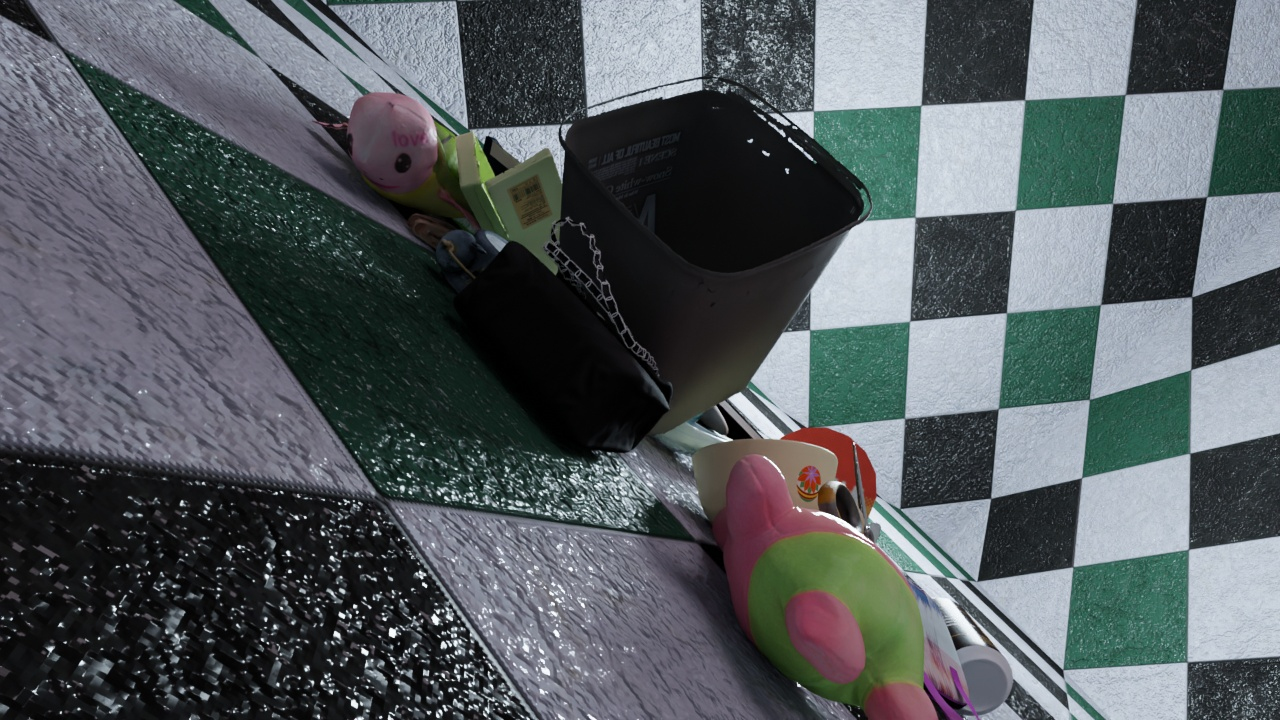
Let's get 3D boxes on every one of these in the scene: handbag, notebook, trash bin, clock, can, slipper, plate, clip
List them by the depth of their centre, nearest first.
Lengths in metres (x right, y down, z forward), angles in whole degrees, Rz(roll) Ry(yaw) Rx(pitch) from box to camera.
[{"bbox_3d":[-0.038,-0.017,0.669,0.153,0.115,0.125,43,2,26],"label":"handbag"},{"bbox_3d":[0.232,0.258,0.746,0.144,0.068,0.169,38,14,-25],"label":"handbag"},{"bbox_3d":[0.036,-0.076,0.758,0.197,0.196,0.221,48,-35,24],"label":"trash bin"},{"bbox_3d":[-0.124,-0.068,0.770,0.090,0.052,0.129,44,11,11],"label":"clock"},{"bbox_3d":[-0.186,-0.117,0.835,0.062,0.024,0.045,34,11,-36],"label":"clip"},{"bbox_3d":[-0.005,0.005,0.889,0.245,0.074,0.104,42,7,14],"label":"slipper"},{"bbox_3d":[0.311,0.290,0.911,0.072,0.072,0.128,42,6,-6],"label":"can"},{"bbox_3d":[0.040,0.009,1.125,0.208,0.015,0.209,48,-8,8],"label":"plate"},{"bbox_3d":[0.107,0.072,1.180,0.206,0.016,0.149,46,-7,18],"label":"notebook"}]

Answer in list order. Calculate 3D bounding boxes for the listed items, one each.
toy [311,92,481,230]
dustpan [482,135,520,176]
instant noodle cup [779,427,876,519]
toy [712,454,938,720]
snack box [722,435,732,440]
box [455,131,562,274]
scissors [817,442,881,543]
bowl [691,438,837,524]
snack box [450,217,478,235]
[{"bbox_3d":[-0.212,-0.187,0.859,0.190,0.087,0.238,37,0,7],"label":"toy"},{"bbox_3d":[-0.086,-0.168,1.140,0.236,0.080,0.274,39,-19,-2],"label":"dustpan"},{"bbox_3d":[0.200,0.147,1.022,0.123,0.123,0.121,45,0,22],"label":"instant noodle cup"},{"bbox_3d":[0.104,0.141,0.581,0.192,0.097,0.237,52,-4,-19],"label":"toy"},{"bbox_3d":[0.125,0.139,0.929,0.126,0.040,0.088,45,7,24],"label":"snack box"},{"bbox_3d":[-0.118,-0.138,0.881,0.083,0.091,0.188,52,-12,29],"label":"box"},{"bbox_3d":[0.169,0.139,0.703,0.225,0.016,0.224,55,27,-42],"label":"scissors"},{"bbox_3d":[0.099,0.116,0.736,0.118,0.118,0.074,34,53,-51],"label":"bowl"},{"bbox_3d":[-0.189,-0.160,1.076,0.168,0.027,0.132,44,6,22],"label":"snack box"}]
